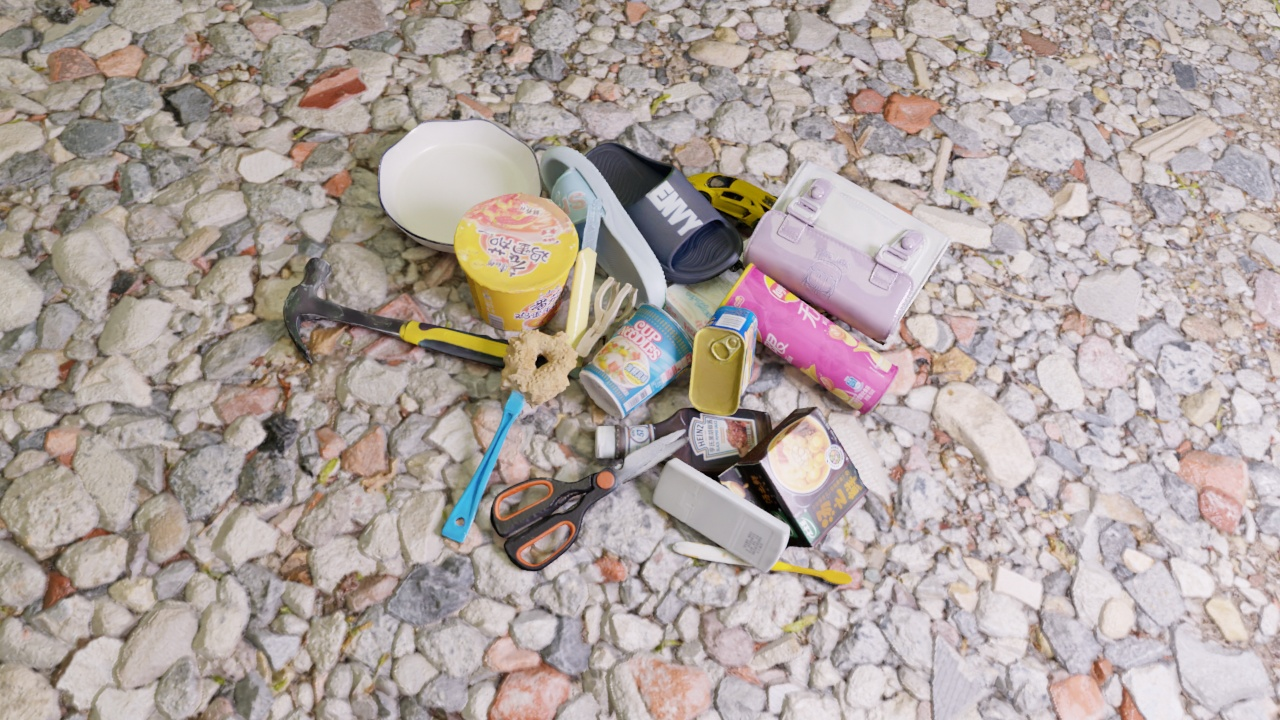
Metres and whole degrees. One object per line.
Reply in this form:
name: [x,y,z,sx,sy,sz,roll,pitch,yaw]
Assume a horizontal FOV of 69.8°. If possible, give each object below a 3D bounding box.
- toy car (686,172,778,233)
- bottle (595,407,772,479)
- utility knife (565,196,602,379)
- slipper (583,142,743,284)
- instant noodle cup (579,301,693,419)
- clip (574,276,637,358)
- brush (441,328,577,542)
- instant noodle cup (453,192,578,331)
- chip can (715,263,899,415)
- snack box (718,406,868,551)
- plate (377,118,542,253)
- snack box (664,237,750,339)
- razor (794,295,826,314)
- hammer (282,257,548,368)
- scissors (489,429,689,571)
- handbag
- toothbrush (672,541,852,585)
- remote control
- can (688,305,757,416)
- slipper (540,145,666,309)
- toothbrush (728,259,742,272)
toy car: [0.127,-0.206,1.182,0.156,0.041,0.071,26,37,12]
bottle: [0.048,0.091,1.013,0.195,0.044,0.079,1,62,-5]
utility knife: [-0.064,-0.083,1.051,0.030,0.022,0.211,6,98,-40]
slipper: [0.008,-0.194,1.126,0.110,0.083,0.268,-44,62,-5]
instant noodle cup: [-0.006,0.006,1.032,0.099,0.099,0.109,42,71,17]
clip: [-0.041,-0.045,1.055,0.035,0.071,0.100,25,90,27]
brush: [-0.146,0.075,0.989,0.083,0.046,0.254,25,74,-2]
instant noodle cup: [-0.143,-0.106,1.066,0.138,0.110,0.137,3,60,-5]
chip can: [0.192,-0.025,1.062,0.210,0.072,0.071,35,62,4]
snack box: [0.165,0.130,0.975,0.125,0.053,0.113,-39,101,-29]
plate: [-0.227,-0.218,1.159,0.205,0.046,0.204,2,61,-5]
snack box: [0.109,-0.085,1.130,0.156,0.027,0.084,-33,69,-22]
razor: [0.251,-0.080,1.135,0.167,0.062,0.067,-20,95,-11]
hammer: [-0.251,-0.027,1.054,0.323,0.032,0.125,14,60,1]
scissors: [-0.041,0.147,0.965,0.235,0.022,0.141,-9,73,-3]
handbag: [0.238,-0.126,1.078,0.197,0.098,0.145,31,81,12]
toothbrush: [0.127,0.215,0.968,0.191,0.018,0.016,10,57,2]
remote control: [0.083,0.161,0.960,0.150,0.058,0.021,30,28,19]
can: [0.094,-0.002,1.019,0.057,0.102,0.083,11,25,15]
slipper: [-0.055,-0.148,1.109,0.074,0.104,0.245,-30,74,-20]
toothbrush: [0.062,-0.183,1.167,0.027,0.026,0.212,-31,61,-14]
